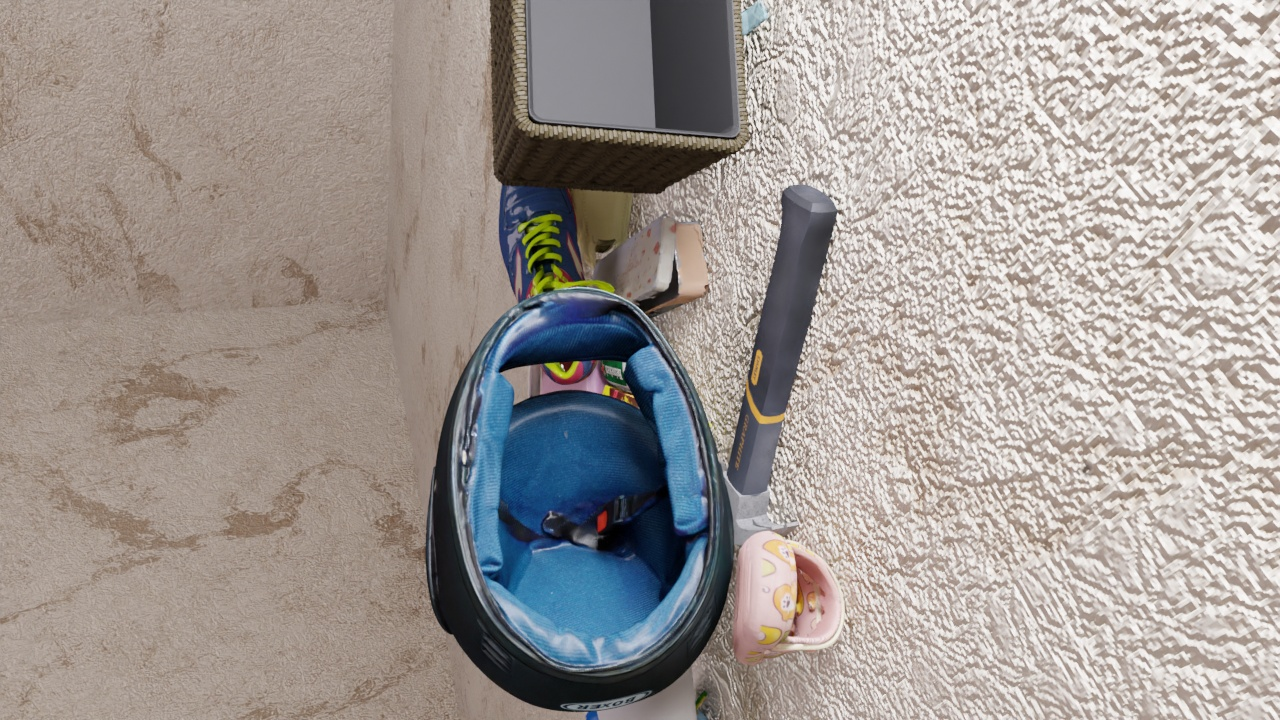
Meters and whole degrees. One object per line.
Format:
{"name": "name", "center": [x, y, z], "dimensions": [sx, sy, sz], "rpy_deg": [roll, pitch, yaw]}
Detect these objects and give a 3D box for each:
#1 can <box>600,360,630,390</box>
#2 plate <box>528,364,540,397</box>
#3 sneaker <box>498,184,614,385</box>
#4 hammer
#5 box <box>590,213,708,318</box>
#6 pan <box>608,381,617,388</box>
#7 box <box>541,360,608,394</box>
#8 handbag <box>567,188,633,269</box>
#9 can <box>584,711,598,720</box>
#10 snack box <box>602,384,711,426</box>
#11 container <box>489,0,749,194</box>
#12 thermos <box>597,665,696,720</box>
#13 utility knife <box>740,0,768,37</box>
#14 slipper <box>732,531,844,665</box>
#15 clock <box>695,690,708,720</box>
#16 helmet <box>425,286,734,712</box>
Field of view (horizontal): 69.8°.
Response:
{"name": "can", "center": [-0.006, 0.006, 0.966], "dimensions": [0.101, 0.053, 0.053], "rpy_deg": [-166, 72, -68]}
{"name": "plate", "center": [-0.130, -0.001, 1.129], "dimensions": [0.157, 0.014, 0.157], "rpy_deg": [180, 92, -84]}
{"name": "sneaker", "center": [-0.090, -0.094, 0.940], "dimensions": [0.091, 0.116, 0.242], "rpy_deg": [-45, -59, -82]}
{"name": "hammer", "center": [0.099, 0.012, 0.726], "dimensions": [0.139, 0.035, 0.313], "rpy_deg": [-126, 37, -51]}
{"name": "box", "center": [0.004, -0.083, 0.932], "dimensions": [0.217, 0.062, 0.081], "rpy_deg": [161, 106, -68]}
{"name": "pan", "center": [-0.085, 0.025, 1.138], "dimensions": [0.201, 0.050, 0.356], "rpy_deg": [-25, 80, 58]}
{"name": "box", "center": [-0.072, 0.078, 1.001], "dimensions": [0.098, 0.037, 0.232], "rpy_deg": [-31, 45, 32]}
{"name": "handbag", "center": [-0.083, -0.210, 1.071], "dimensions": [0.233, 0.088, 0.191], "rpy_deg": [-137, 42, -60]}
{"name": "can", "center": [-0.013, 0.473, 1.068], "dimensions": [0.079, 0.078, 0.146], "rpy_deg": [108, 149, -46]}
{"name": "snack box", "center": [0.011, 0.055, 0.920], "dimensions": [0.149, 0.061, 0.025], "rpy_deg": [18, 91, 67]}
{"name": "container", "center": [-0.039, -0.301, 0.772], "dimensions": [0.205, 0.176, 0.320], "rpy_deg": [156, 113, -71]}
{"name": "thermos", "center": [-0.005, 0.270, 0.876], "dimensions": [0.221, 0.131, 0.132], "rpy_deg": [-103, 19, -52]}
{"name": "utility knife", "center": [0.057, -0.262, 0.781], "dimensions": [0.213, 0.020, 0.029], "rpy_deg": [-177, 82, -70]}
{"name": "slipper", "center": [0.110, 0.174, 0.675], "dimensions": [0.197, 0.081, 0.093], "rpy_deg": [77, -163, -67]}
{"name": "clock", "center": [0.016, 0.396, 0.927], "dimensions": [0.060, 0.117, 0.162], "rpy_deg": [39, 140, 32]}
{"name": "helmet", "center": [-0.054, 0.122, 0.762], "dimensions": [0.236, 0.249, 0.316], "rpy_deg": [113, 149, -74]}
